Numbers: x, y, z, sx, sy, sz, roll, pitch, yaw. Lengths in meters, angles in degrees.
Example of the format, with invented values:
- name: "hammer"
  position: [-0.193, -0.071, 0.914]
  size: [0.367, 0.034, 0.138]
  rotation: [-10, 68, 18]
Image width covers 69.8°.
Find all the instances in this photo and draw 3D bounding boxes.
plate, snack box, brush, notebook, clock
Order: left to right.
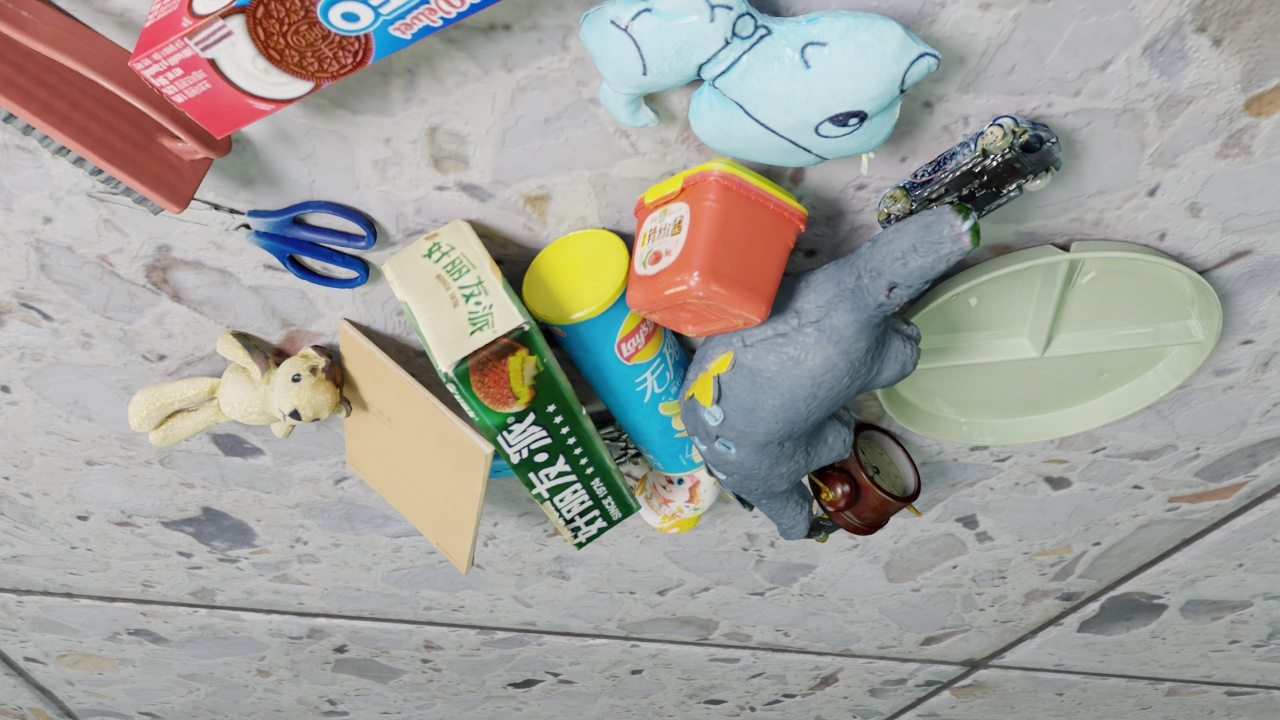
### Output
- name: "brush"
  position: [-0.278, -0.138, 0.450]
  size: [0.069, 0.063, 0.145]
  rotation: [-15, 141, 39]
- name: "snack box"
  position: [-0.130, -0.170, 0.409]
  size: [0.208, 0.058, 0.057]
  rotation: [-16, 144, 21]
- name: "notebook"
  position: [-0.179, 0.075, 0.716]
  size: [0.149, 0.012, 0.212]
  rotation: [38, 144, 13]
- name: "snack box"
  position: [-0.079, 0.026, 0.620]
  size: [0.063, 0.114, 0.240]
  rotation: [-32, 142, -7]
- name: "snack box"
  position: [0.040, -0.059, 0.521]
  size: [0.082, 0.080, 0.091]
  rotation: [21, 164, -27]
- name: "clock"
  position: [0.175, 0.094, 0.752]
  size: [0.122, 0.082, 0.055]
  rotation: [20, 135, -27]
- name: "plate"
  position: [0.284, -0.007, 0.658]
  size: [0.230, 0.027, 0.231]
  rotation: [1, 144, 0]

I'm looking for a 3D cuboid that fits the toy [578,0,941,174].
- name: "toy"
  position: [0.060, -0.139, 0.458]
  size: [0.162, 0.049, 0.156]
  rotation: [-14, 145, 36]

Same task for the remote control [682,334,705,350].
- name: "remote control"
  position: [0.099, -0.022, 0.642]
  size: [0.136, 0.020, 0.056]
  rotation: [6, 145, -9]

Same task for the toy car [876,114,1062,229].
- name: "toy car"
  position: [0.185, -0.102, 0.522]
  size: [0.049, 0.031, 0.106]
  rotation: [28, 137, -34]

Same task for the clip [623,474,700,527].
- name: "clip"
  position: [0.006, 0.128, 0.842]
  size: [0.100, 0.034, 0.070]
  rotation: [11, 144, -7]

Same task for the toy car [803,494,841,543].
- name: "toy car"
  position: [0.171, 0.144, 0.859]
  size: [0.042, 0.035, 0.091]
  rotation: [19, 141, -21]

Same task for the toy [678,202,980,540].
- name: "toy"
  position: [0.097, 0.020, 0.590]
  size: [0.138, 0.091, 0.357]
  rotation: [12, 143, -2]

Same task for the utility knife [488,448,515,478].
- name: "utility knife"
  position: [-0.070, 0.084, 0.794]
  size: [0.161, 0.018, 0.034]
  rotation: [-6, 143, 6]

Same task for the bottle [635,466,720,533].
- name: "bottle"
  position: [0.039, 0.098, 0.775]
  size: [0.063, 0.063, 0.109]
  rotation: [13, 135, -17]

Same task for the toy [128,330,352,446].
- name: "toy"
  position: [-0.296, 0.030, 0.679]
  size: [0.157, 0.066, 0.105]
  rotation: [-11, 126, 4]

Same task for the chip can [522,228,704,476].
- name: "chip can"
  position: [-0.004, 0.004, 0.635]
  size: [0.071, 0.071, 0.210]
  rotation: [-12, 142, 17]

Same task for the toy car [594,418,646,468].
- name: "toy car"
  position: [-0.031, 0.071, 0.756]
  size: [0.091, 0.034, 0.043]
  rotation: [-20, 102, 12]

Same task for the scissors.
- name: "scissors"
  position: [-0.252, -0.079, 0.574]
  size: [0.173, 0.012, 0.126]
  rotation: [-2, 144, 6]
